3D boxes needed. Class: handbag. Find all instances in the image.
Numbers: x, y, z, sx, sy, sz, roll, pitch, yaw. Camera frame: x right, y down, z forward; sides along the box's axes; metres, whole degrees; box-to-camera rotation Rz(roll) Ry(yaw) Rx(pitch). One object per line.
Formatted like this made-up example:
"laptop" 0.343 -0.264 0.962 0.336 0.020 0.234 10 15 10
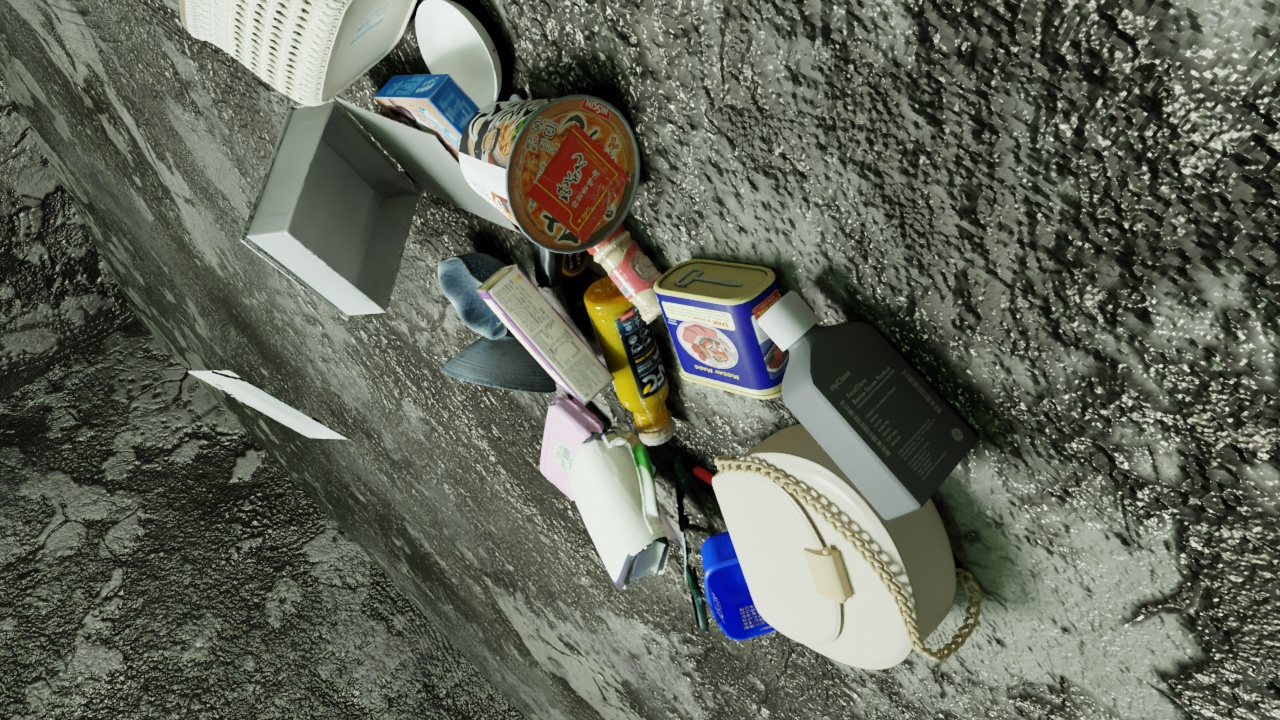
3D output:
"handbag" 0.171 0.159 0.809 0.209 0.103 0.211 -1 113 53
"handbag" -0.007 0.139 0.977 0.151 0.073 0.176 60 152 32

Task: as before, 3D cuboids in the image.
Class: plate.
"plate" -0.154 -0.272 0.809 0.104 0.026 0.104 33 147 25

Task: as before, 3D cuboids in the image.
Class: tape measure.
"tape measure" -0.075 -0.106 0.860 0.034 0.061 0.062 25 127 35

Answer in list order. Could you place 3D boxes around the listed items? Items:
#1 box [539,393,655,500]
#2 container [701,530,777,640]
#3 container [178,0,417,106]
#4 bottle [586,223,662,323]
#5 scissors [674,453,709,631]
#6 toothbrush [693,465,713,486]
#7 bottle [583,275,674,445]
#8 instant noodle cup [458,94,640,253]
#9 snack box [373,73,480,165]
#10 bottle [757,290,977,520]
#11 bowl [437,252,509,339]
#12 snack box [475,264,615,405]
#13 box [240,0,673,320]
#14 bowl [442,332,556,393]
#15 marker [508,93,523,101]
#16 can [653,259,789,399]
"box" -0.060 0.134 1.150 0.152 0.038 0.202 40 150 15
"container" 0.115 0.228 0.961 0.058 0.096 0.114 -100 -9 -59
"container" -0.271 -0.329 0.755 0.143 0.184 0.247 44 153 -10
"bottle" -0.012 -0.085 0.818 0.109 0.044 0.044 50 151 -3
"scissors" 0.055 0.217 1.009 0.202 0.015 0.202 -102 5 -49
"toothbrush" 0.137 0.157 0.935 0.213 0.017 0.012 30 146 37
"bottle" -0.005 0.005 0.905 0.053 0.053 0.186 21 140 41
"instant noodle cup" -0.085 -0.164 0.762 0.122 0.123 0.124 30 147 48
"snack box" -0.186 -0.223 0.855 0.087 0.034 0.151 46 167 -34
"bottle" 0.156 0.023 0.675 0.174 0.083 0.046 48 151 4
"bowl" -0.174 -0.081 1.031 0.110 0.055 0.111 35 148 25
"snack box" -0.099 -0.028 0.915 0.143 0.040 0.148 49 173 -13
"box" -0.176 -0.212 0.923 0.167 0.422 0.173 49 -160 -56
"bowl" -0.161 -0.004 1.085 0.137 0.136 0.057 16 97 45
"marker" -0.126 -0.205 0.864 0.022 0.016 0.139 20 152 -12
"can" 0.071 -0.029 0.758 0.116 0.056 0.092 14 135 46
